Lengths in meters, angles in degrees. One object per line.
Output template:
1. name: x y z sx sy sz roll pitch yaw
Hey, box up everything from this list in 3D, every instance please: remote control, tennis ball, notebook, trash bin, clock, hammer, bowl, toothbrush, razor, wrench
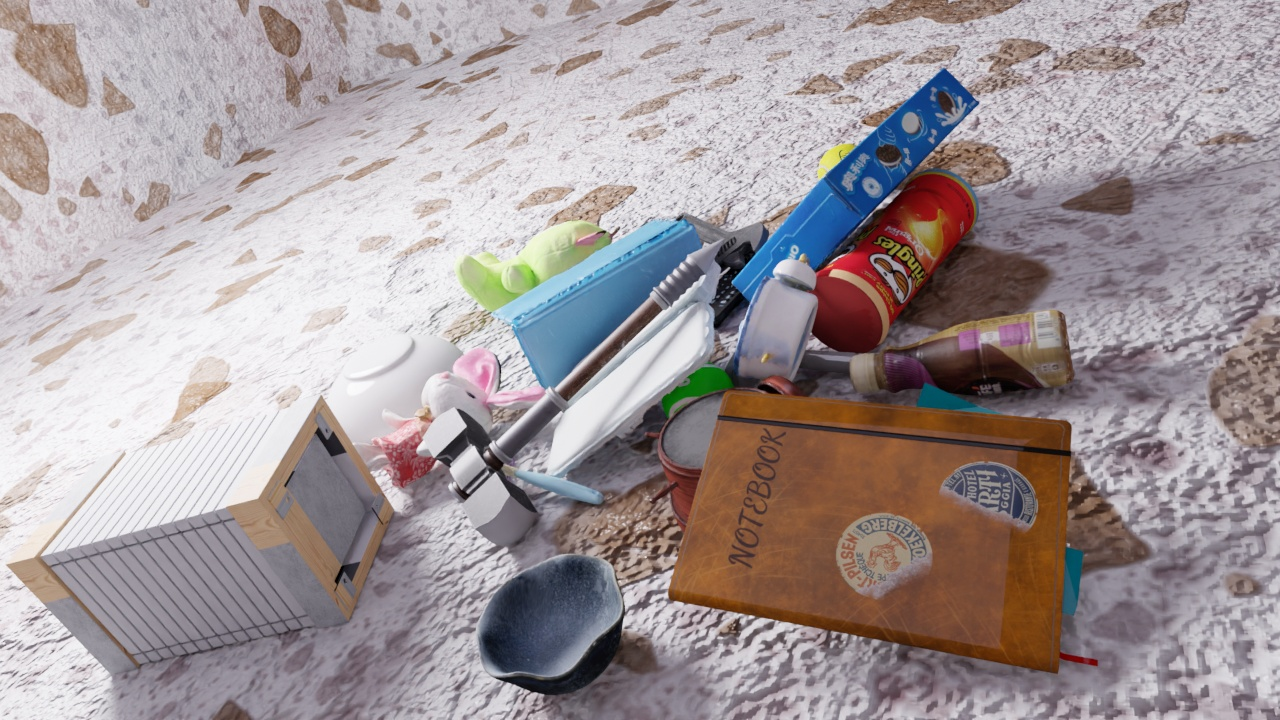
1. remote control: 0.105 -0.080 1.009 0.047 0.022 0.149 5 37 41
2. tennis ball: 0.051 0.033 0.812 0.065 0.065 0.065 -17 30 10
3. notebook: 0.158 0.093 0.597 0.250 0.014 0.178 5 56 23
4. trash bin: -0.380 0.156 0.823 0.247 0.142 0.142 -15 30 13
5. clock: 0.119 -0.035 0.781 0.052 0.089 0.125 19 62 15
6. hammer: -0.045 0.007 0.805 0.322 0.043 0.156 -44 48 2
7. bowl: -0.055 0.190 0.635 0.110 0.055 0.110 -17 29 10
8. toothbrush: -0.097 0.107 0.825 0.155 0.016 0.022 10 23 32
9. clock: 0.086 0.073 0.715 0.158 0.072 0.120 -18 30 9
10. bowl: -0.292 0.018 1.069 0.177 0.066 0.176 -17 30 10
11. tennis ball: 0.248 -0.228 1.107 0.065 0.065 0.065 -17 30 10
12. razor: 0.146 -0.002 0.835 0.116 0.047 0.088 6 39 28
13. wrench: 0.087 -0.152 1.106 0.073 0.018 0.273 -47 22 2

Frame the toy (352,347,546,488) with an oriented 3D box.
1. toy: -0.201 0.060 0.923 0.194 0.084 0.159 -32 33 -18

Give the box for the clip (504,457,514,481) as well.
1. clip: -0.137 0.109 0.871 0.043 0.014 0.051 -7 31 25

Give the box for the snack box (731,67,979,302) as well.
1. snack box: 0.216 -0.169 0.931 0.238 0.056 0.196 -42 -5 -31

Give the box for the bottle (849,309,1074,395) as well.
1. bottle: 0.253 0.000 0.734 0.166 0.060 0.059 -9 32 25

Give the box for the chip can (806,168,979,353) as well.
1. chip can: 0.242 -0.099 0.880 0.087 0.087 0.212 9 41 43

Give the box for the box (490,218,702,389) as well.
1. box: -0.043 -0.070 1.023 0.231 0.094 0.112 -33 29 -15

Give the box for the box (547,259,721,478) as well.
1. box: -0.008 0.002 0.854 0.210 0.045 0.190 -39 21 28

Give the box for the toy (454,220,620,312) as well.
1. toy: -0.122 -0.115 1.149 0.197 0.107 0.150 -8 8 7
